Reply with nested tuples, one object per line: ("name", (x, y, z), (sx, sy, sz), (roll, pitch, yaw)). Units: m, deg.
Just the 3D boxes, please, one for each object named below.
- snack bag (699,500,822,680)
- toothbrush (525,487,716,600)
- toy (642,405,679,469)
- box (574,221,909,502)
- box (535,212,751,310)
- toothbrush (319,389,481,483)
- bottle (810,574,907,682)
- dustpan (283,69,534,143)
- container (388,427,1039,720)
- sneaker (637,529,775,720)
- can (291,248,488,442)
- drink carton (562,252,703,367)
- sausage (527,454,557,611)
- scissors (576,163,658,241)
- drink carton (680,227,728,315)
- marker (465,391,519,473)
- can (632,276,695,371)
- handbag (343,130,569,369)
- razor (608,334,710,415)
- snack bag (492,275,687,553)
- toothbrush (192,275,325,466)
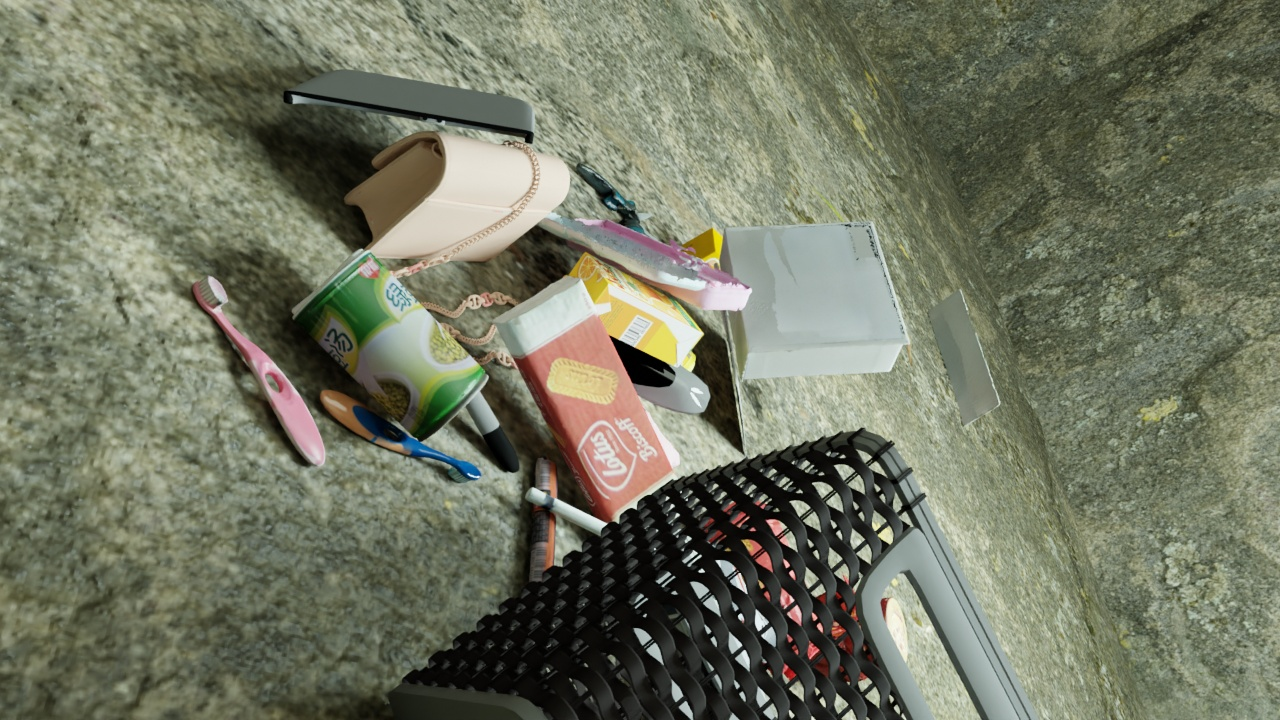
("snack bag", (0.121, 0.218, 0.888), (0.082, 0.082, 0.176), (-15, 79, -60))
("toothbrush", (-0.008, 0.146, 0.721), (0.186, 0.012, 0.017), (29, 43, -13))
("toy", (-0.007, 0.072, 0.822), (0.096, 0.053, 0.098), (33, 32, 1))
("box", (0.077, 0.007, 1.043), (0.164, 0.448, 0.166), (23, 47, -35))
("box", (-0.009, -0.097, 0.865), (0.201, 0.041, 0.153), (29, 19, 37))
("toothbrush", (-0.166, 0.055, 0.636), (0.135, 0.017, 0.021), (36, 35, -35))
("bottle", (0.210, 0.281, 0.948), (0.099, 0.111, 0.098), (33, 50, -51))
("dustpan", (-0.167, -0.200, 0.728), (0.163, 0.033, 0.257), (7, 22, -9))
("container", (0.038, 0.218, 0.528), (0.243, 0.246, 0.247), (-28, 90, -34))
("sneaker", (0.076, 0.252, 0.780), (0.124, 0.089, 0.239), (15, 51, -49))
("can", (-0.167, -0.010, 0.616), (0.121, 0.067, 0.067), (48, 32, -12))
("drink carton", (-0.010, -0.045, 0.808), (0.122, 0.041, 0.058), (25, 20, -36))
("sausage", (-0.075, 0.137, 0.705), (0.020, 0.020, 0.155), (37, 38, -38))
("scissors", (-0.022, -0.160, 1.032), (0.148, 0.019, 0.117), (39, 36, -39))
("drink carton", (0.103, -0.106, 1.146), (0.122, 0.059, 0.040), (35, 40, -40))
("marker", (-0.124, 0.031, 0.689), (0.022, 0.016, 0.139), (-112, 178, -61))
("can", (0.000, -0.022, 0.904), (0.105, 0.068, 0.067), (53, 31, -15))
("handbag", (-0.111, -0.080, 0.725), (0.198, 0.117, 0.187), (-9, 74, -60))
("razor", (-0.005, 0.005, 0.851), (0.156, 0.060, 0.057), (32, 68, -20))
("snack bag", (-0.036, 0.047, 0.746), (0.077, 0.041, 0.225), (-33, 108, -22))
("toothbrush", (-0.232, 0.007, 0.565), (0.135, 0.016, 0.021), (58, 30, -7))
